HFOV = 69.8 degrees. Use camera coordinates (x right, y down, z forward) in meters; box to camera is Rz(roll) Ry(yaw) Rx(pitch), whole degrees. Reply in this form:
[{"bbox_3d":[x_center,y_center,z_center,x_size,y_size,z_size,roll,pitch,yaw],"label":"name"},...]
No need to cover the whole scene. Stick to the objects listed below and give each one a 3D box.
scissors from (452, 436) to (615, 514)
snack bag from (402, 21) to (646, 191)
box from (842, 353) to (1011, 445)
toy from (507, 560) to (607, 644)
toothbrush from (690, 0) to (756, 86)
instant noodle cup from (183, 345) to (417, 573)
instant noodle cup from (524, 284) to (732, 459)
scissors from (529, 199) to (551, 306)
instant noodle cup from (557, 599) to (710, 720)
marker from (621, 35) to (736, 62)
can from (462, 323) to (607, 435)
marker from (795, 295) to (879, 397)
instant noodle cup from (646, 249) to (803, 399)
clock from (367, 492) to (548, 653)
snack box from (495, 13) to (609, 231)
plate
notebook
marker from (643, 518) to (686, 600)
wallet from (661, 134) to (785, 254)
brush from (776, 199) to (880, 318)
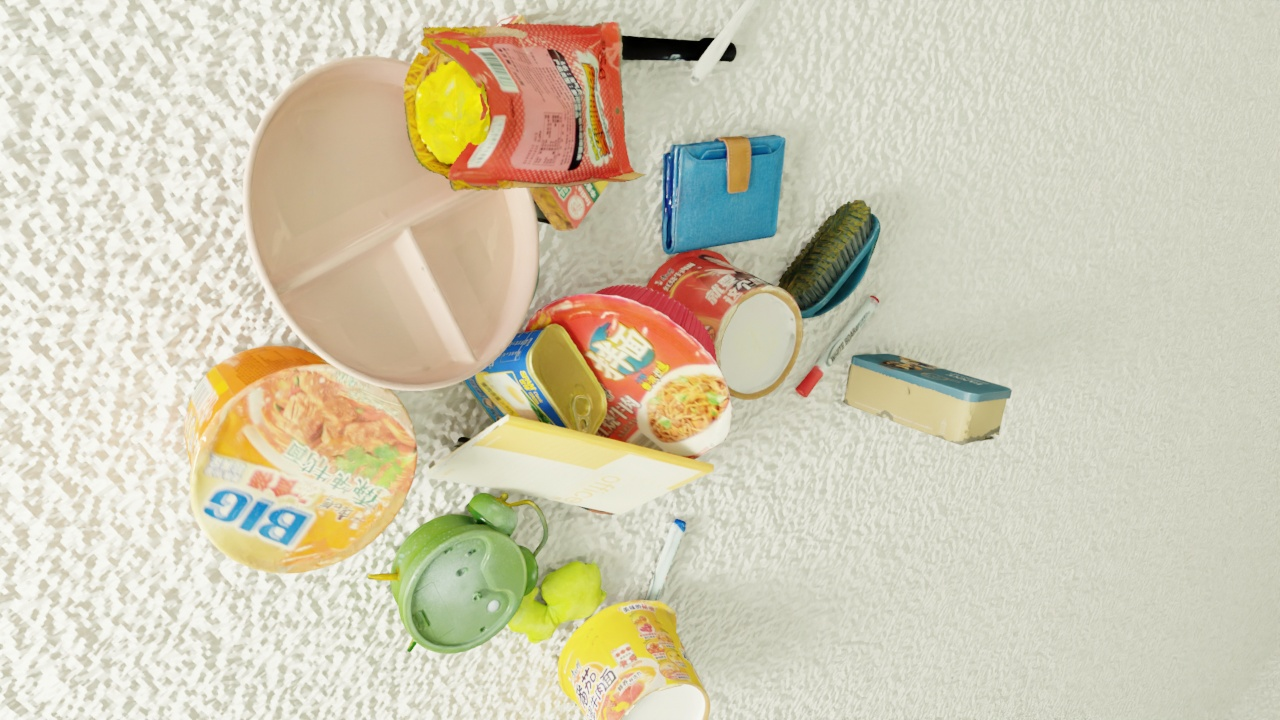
[{"bbox_3d":[-0.076,0.089,0.863,0.182,0.015,0.209,-40,126,-17],"label":"scissors"},{"bbox_3d":[-0.073,-0.189,0.682,0.207,0.073,0.128,-23,106,-50],"label":"snack bag"},{"bbox_3d":[0.324,0.042,1.034,0.089,0.184,0.063,-4,105,-41],"label":"box"},{"bbox_3d":[-0.079,0.235,0.901,0.100,0.031,0.096,-50,131,-7],"label":"toy"},{"bbox_3d":[0.094,-0.313,0.827,0.016,0.016,0.179,44,71,-30],"label":"toothbrush"},{"bbox_3d":[-0.252,0.060,0.659,0.151,0.111,0.151,-13,113,-33],"label":"instant noodle cup"},{"bbox_3d":[-0.005,0.005,0.801,0.065,0.194,0.194,-59,137,-44],"label":"instant noodle cup"},{"bbox_3d":[-0.125,-0.111,0.724,0.170,0.019,0.174,28,71,-44],"label":"scissors"},{"bbox_3d":[-0.002,0.330,0.926,0.137,0.110,0.138,-12,119,-22],"label":"instant noodle cup"},{"bbox_3d":[0.030,-0.275,0.808,0.131,0.020,0.022,-11,96,-34],"label":"marker"},{"bbox_3d":[-0.090,0.023,0.773,0.102,0.083,0.057,59,41,-31],"label":"can"},{"bbox_3d":[0.226,-0.017,1.047,0.145,0.017,0.017,-50,128,-11],"label":"marker"},{"bbox_3d":[0.080,-0.031,0.874,0.137,0.109,0.138,-13,113,-33],"label":"instant noodle cup"},{"bbox_3d":[-0.150,0.184,0.815,0.161,0.056,0.116,-31,123,-24],"label":"clock"},{"bbox_3d":[-0.081,-0.188,0.738,0.156,0.027,0.076,55,53,-36],"label":"snack box"},{"bbox_3d":[-0.165,-0.093,0.636,0.229,0.028,0.229,6,82,-46],"label":"plate"},{"bbox_3d":[-0.060,0.095,0.797,0.206,0.146,0.010,17,57,-33],"label":"notebook"},{"bbox_3d":[0.018,0.239,0.984,0.017,0.017,0.146,16,96,-39],"label":"marker"},{"bbox_3d":[0.081,-0.160,0.877,0.132,0.040,0.106,-14,118,-33],"label":"wallet"},{"bbox_3d":[0.206,-0.100,0.977,0.143,0.055,0.073,-51,128,-11],"label":"brush"}]
